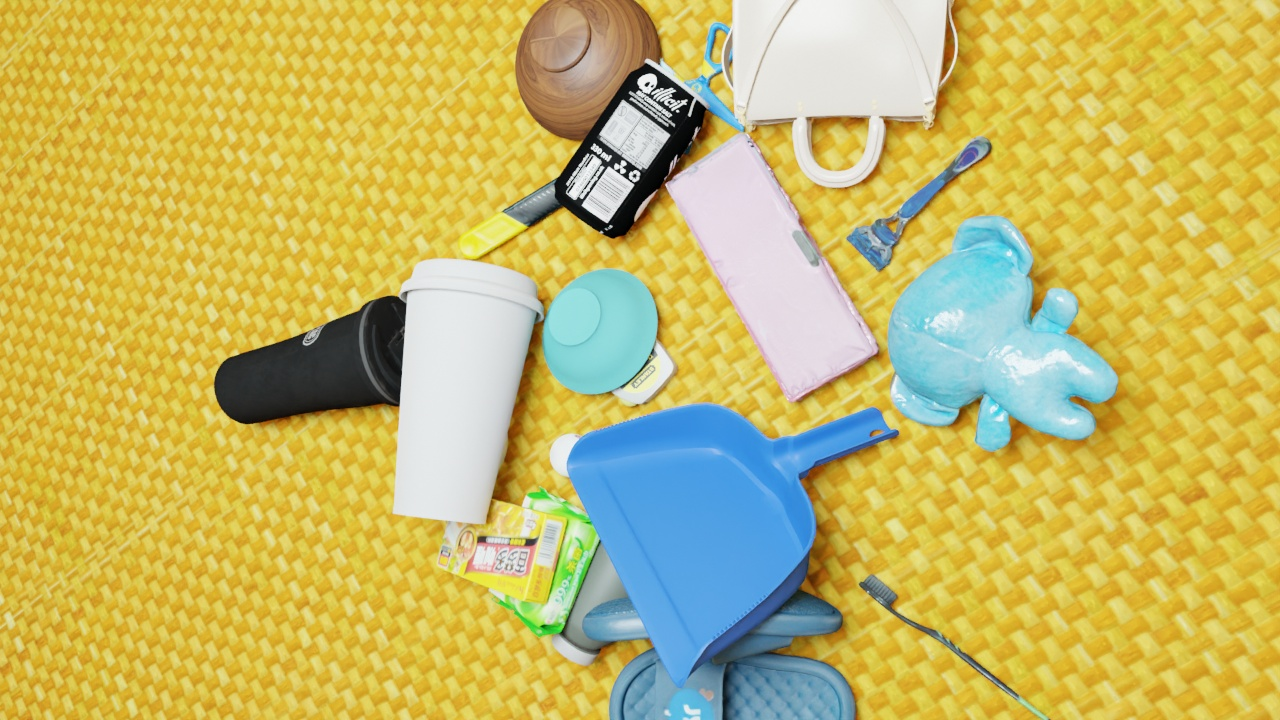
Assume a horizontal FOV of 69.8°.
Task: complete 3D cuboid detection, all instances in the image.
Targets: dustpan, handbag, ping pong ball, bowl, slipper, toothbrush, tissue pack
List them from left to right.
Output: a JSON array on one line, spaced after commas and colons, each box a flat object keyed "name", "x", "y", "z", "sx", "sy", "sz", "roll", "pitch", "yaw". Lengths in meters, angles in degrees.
[{"name": "tissue pack", "x": -0.087, "y": 0.178, "z": 0.824, "sx": 0.100, "sy": 0.034, "sz": 0.114, "roll": 15, "pitch": 83, "yaw": 52}, {"name": "ping pong ball", "x": -0.064, "y": 0.088, "z": 0.848, "sx": 0.040, "sy": 0.040, "sz": 0.040, "roll": -2, "pitch": 85, "yaw": 18}, {"name": "bowl", "x": -0.062, "y": -0.288, "z": 0.856, "sx": 0.147, "sy": 0.068, "sz": 0.147, "roll": -2, "pitch": 84, "yaw": 22}, {"name": "bowl", "x": -0.049, "y": -0.034, "z": 0.836, "sx": 0.121, "sy": 0.046, "sz": 0.121, "roll": -8, "pitch": 73, "yaw": 25}, {"name": "slipper", "x": 0.059, "y": 0.218, "z": 0.746, "sx": 0.214, "sy": 0.104, "sz": 0.059, "roll": -2, "pitch": 85, "yaw": -1}, {"name": "slipper", "x": 0.073, "y": 0.292, "z": 0.779, "sx": 0.214, "sy": 0.059, "sz": 0.103, "roll": -7, "pitch": 81, "yaw": 16}, {"name": "dustpan", "x": 0.095, "y": 0.107, "z": 0.754, "sx": 0.257, "sy": 0.060, "sz": 0.245, "roll": -18, "pitch": 42, "yaw": -15}, {"name": "handbag", "x": 0.167, "y": -0.249, "z": 0.782, "sx": 0.195, "sy": 0.101, "sz": 0.198, "roll": 4, "pitch": 99, "yaw": 18}, {"name": "toothbrush", "x": 0.260, "y": 0.237, "z": 0.746, "sx": 0.188, "sy": 0.014, "sz": 0.017, "roll": 36, "pitch": 89, "yaw": 17}]

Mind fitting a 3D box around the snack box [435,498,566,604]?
[{"name": "snack box", "x": -0.128, "y": 0.165, "z": 0.827, "sx": 0.152, "sy": 0.025, "sz": 0.075, "roll": 2, "pitch": 75, "yaw": 49}]

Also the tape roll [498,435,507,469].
[{"name": "tape roll", "x": -0.175, "y": 0.078, "z": 0.896, "sx": 0.094, "sy": 0.019, "sz": 0.094, "roll": -1, "pitch": 85, "yaw": 18}]

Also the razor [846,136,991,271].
[{"name": "razor", "x": 0.240, "y": -0.140, "z": 0.780, "sx": 0.141, "sy": 0.018, "sz": 0.044, "roll": -44, "pitch": 74, "yaw": 10}]

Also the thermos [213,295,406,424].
[{"name": "thermos", "x": -0.314, "y": 0.009, "z": 0.908, "sx": 0.219, "sy": 0.105, "sz": 0.105, "roll": -13, "pitch": 82, "yaw": 22}]

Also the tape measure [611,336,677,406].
[{"name": "tape measure", "x": -0.005, "y": 0.005, "z": 0.848, "sx": 0.064, "sy": 0.016, "sz": 0.065, "roll": -44, "pitch": 75, "yaw": 10}]

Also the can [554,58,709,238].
[{"name": "can", "x": -0.009, "y": -0.188, "z": 0.825, "sx": 0.080, "sy": 0.080, "sz": 0.146, "roll": 40, "pitch": 102, "yaw": 17}]

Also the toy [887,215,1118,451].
[{"name": "toy", "x": 0.282, "y": -0.011, "z": 0.713, "sx": 0.181, "sy": 0.114, "sz": 0.184, "roll": 35, "pitch": 120, "yaw": 35}]

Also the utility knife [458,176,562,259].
[{"name": "utility knife", "x": -0.090, "y": -0.155, "z": 0.887, "sx": 0.198, "sy": 0.020, "sz": 0.029, "roll": -28, "pitch": 101, "yaw": 12}]

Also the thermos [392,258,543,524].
[{"name": "thermos", "x": -0.163, "y": 0.031, "z": 0.826, "sx": 0.132, "sy": 0.131, "sz": 0.221, "roll": 4, "pitch": 80, "yaw": 18}]

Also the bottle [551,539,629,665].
[{"name": "bottle", "x": -0.035, "y": 0.213, "z": 0.818, "sx": 0.060, "sy": 0.060, "sz": 0.108, "roll": 31, "pitch": 95, "yaw": 18}]

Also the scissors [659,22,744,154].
[{"name": "scissors", "x": 0.046, "y": -0.254, "z": 0.854, "sx": 0.125, "sy": 0.016, "sz": 0.125, "roll": 10, "pitch": 89, "yaw": 23}]

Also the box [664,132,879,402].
[{"name": "box", "x": 0.113, "y": -0.083, "z": 0.805, "sx": 0.098, "sy": 0.041, "sz": 0.232, "roll": -30, "pitch": 78, "yaw": 13}]
